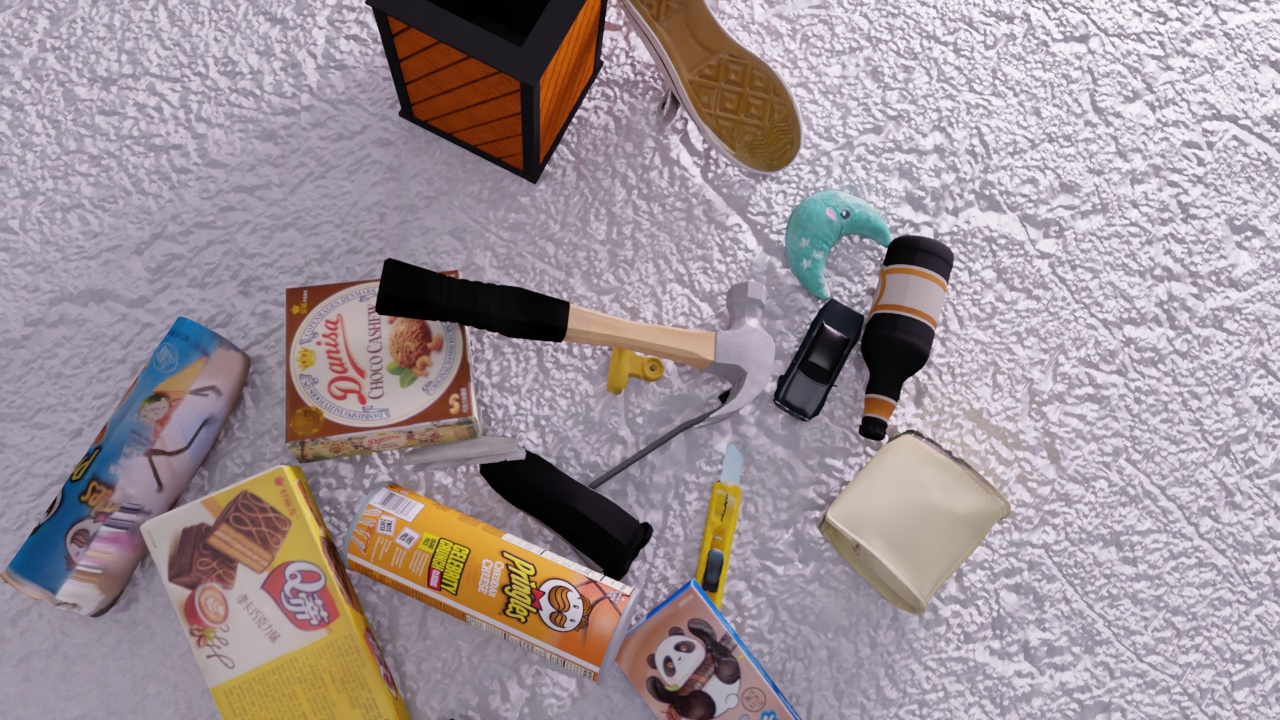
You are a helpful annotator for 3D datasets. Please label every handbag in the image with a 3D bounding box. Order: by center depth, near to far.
[{"bbox_3d":[0.225,0.130,0.765,0.111,0.081,0.119,43,78,12],"label":"handbag"}]

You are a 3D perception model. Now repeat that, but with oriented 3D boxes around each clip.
[{"bbox_3d":[-0.141,0.064,0.763,0.102,0.050,0.058,-7,49,13],"label":"clip"},{"bbox_3d":[-0.007,0.005,0.799,0.049,0.045,0.054,23,69,-45],"label":"clip"}]

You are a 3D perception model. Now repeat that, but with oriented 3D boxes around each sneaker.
[{"bbox_3d":[0.054,-0.269,0.832,0.118,0.088,0.241,-41,108,-2],"label":"sneaker"}]

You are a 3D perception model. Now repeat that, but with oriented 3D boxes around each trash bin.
[{"bbox_3d":[-0.118,-0.271,0.769,0.140,0.172,0.139,27,76,0],"label":"trash bin"}]

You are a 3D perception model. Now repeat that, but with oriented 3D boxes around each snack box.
[{"bbox_3d":[-0.266,0.202,0.685,0.110,0.062,0.230,-24,89,-10],"label":"snack box"},{"bbox_3d":[0.054,0.261,0.726,0.087,0.034,0.151,-38,84,3],"label":"snack box"},{"bbox_3d":[-0.211,0.002,0.745,0.147,0.041,0.143,-8,61,-7],"label":"snack box"}]

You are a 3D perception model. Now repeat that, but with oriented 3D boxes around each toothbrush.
[{"bbox_3d":[0.027,0.065,0.790,0.167,0.013,0.013,-32,74,-12],"label":"toothbrush"}]

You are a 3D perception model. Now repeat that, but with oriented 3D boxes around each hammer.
[{"bbox_3d":[-0.046,-0.028,0.752,0.328,0.039,0.131,11,67,-14],"label":"hammer"}]

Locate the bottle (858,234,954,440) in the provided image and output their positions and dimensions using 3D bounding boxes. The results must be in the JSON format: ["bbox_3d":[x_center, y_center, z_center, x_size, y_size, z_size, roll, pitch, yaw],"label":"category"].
[{"bbox_3d":[0.225,-0.018,0.805,0.059,0.059,0.181,19,76,-1],"label":"bottle"}]

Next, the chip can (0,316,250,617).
[{"bbox_3d":[-0.387,0.080,0.712,0.080,0.080,0.229,27,76,1],"label":"chip can"}]

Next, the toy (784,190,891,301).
[{"bbox_3d":[0.176,-0.114,0.838,0.105,0.033,0.085,-38,94,-14],"label":"toy"}]

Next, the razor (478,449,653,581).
[{"bbox_3d":[-0.067,0.116,0.746,0.156,0.060,0.057,35,71,6],"label":"razor"}]

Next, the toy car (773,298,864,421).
[{"bbox_3d":[0.158,-0.001,0.807,0.046,0.034,0.112,30,76,1],"label":"toy car"}]

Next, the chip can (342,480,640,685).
[{"bbox_3d":[-0.113,0.167,0.701,0.215,0.075,0.075,22,75,9],"label":"chip can"}]

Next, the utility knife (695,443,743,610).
[{"bbox_3d":[0.062,0.157,0.773,0.030,0.017,0.178,15,73,-11],"label":"utility knife"}]

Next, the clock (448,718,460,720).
[{"bbox_3d":[-0.125,0.334,0.686,0.155,0.065,0.114,11,75,26],"label":"clock"}]
